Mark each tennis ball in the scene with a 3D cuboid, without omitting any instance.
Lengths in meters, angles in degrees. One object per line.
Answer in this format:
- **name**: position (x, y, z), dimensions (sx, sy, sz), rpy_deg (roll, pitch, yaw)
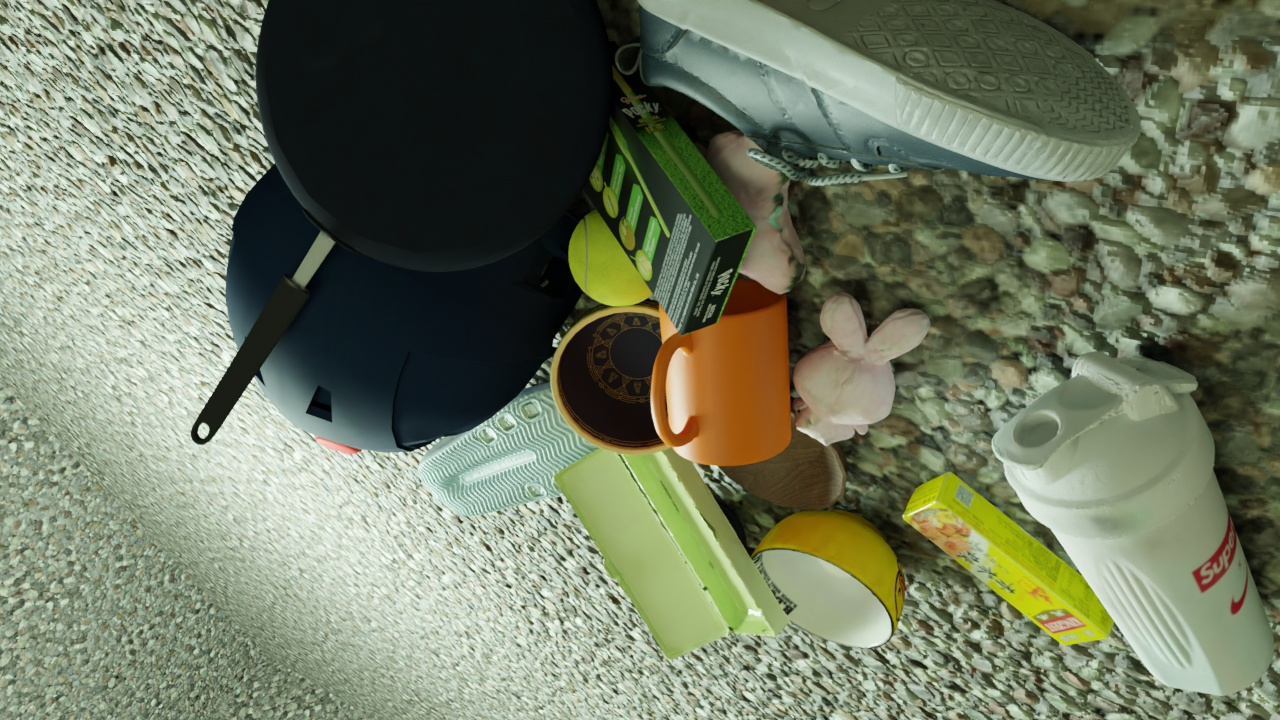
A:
- **tennis ball**: position (-0.013, -0.067, 0.584), dimensions (0.065, 0.065, 0.065), rpy_deg (24, 144, 19)

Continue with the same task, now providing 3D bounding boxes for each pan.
- **pan**: position (-0.161, -0.086, 0.506), dimensions (0.199, 0.021, 0.357), rpy_deg (39, 104, 2)

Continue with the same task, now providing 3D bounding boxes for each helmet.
- **helmet**: position (-0.170, -0.044, 0.662), dimensions (0.232, 0.223, 0.272), rpy_deg (31, -178, 10)

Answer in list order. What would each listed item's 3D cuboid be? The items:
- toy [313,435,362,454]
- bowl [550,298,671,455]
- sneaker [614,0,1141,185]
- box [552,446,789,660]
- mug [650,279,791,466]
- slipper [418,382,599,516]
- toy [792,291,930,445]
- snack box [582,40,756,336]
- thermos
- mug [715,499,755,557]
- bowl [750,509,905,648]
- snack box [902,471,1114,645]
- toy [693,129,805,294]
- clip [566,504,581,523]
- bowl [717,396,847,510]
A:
- **toy**: position (-0.265, 0.003, 0.863), dimensions (0.198, 0.120, 0.158), rpy_deg (-16, 117, 41)
- **bowl**: position (-0.004, 0.004, 0.654), dimensions (0.112, 0.061, 0.112), rpy_deg (2, 114, 4)
- **sneaker**: position (0.091, -0.120, 0.409), dimensions (0.236, 0.089, 0.088), rpy_deg (30, 143, 21)
- **box**: position (0.024, 0.144, 0.732), dimensions (0.141, 0.047, 0.187), rpy_deg (-32, 92, 39)
- **mug**: position (0.043, 0.012, 0.561), dimensions (0.078, 0.112, 0.096), rpy_deg (10, 116, 36)
- **slipper**: position (-0.103, 0.073, 0.824), dimensions (0.246, 0.074, 0.104), rpy_deg (-23, 112, 34)
- **toy**: position (0.129, 0.004, 0.560), dimensions (0.063, 0.047, 0.110), rpy_deg (23, 136, 7)
- **snack box**: position (0.004, -0.096, 0.508), dimensions (0.147, 0.025, 0.080), rpy_deg (58, 154, 25)
- **thermos**: position (0.276, 0.092, 0.500), dimensions (0.100, 0.099, 0.220), rpy_deg (-7, 133, 46)
- **mug**: position (0.057, 0.169, 0.812), dimensions (0.105, 0.071, 0.078), rpy_deg (19, 153, -22)
- **bowl**: position (0.149, 0.158, 0.704), dimensions (0.117, 0.067, 0.117), rpy_deg (24, 144, 18)
- **snack box**: position (0.249, 0.135, 0.621), dimensions (0.148, 0.028, 0.040), rpy_deg (38, 147, -2)
- **toy**: position (0.050, -0.090, 0.515), dimensions (0.096, 0.052, 0.099), rpy_deg (26, 141, 39)
- **clip**: position (-0.044, 0.140, 0.895), dimensions (0.054, 0.040, 0.102), rpy_deg (-11, 123, 34)
- **bowl**: position (0.099, 0.058, 0.664), dimensions (0.118, 0.030, 0.118), rpy_deg (24, 144, 19)
